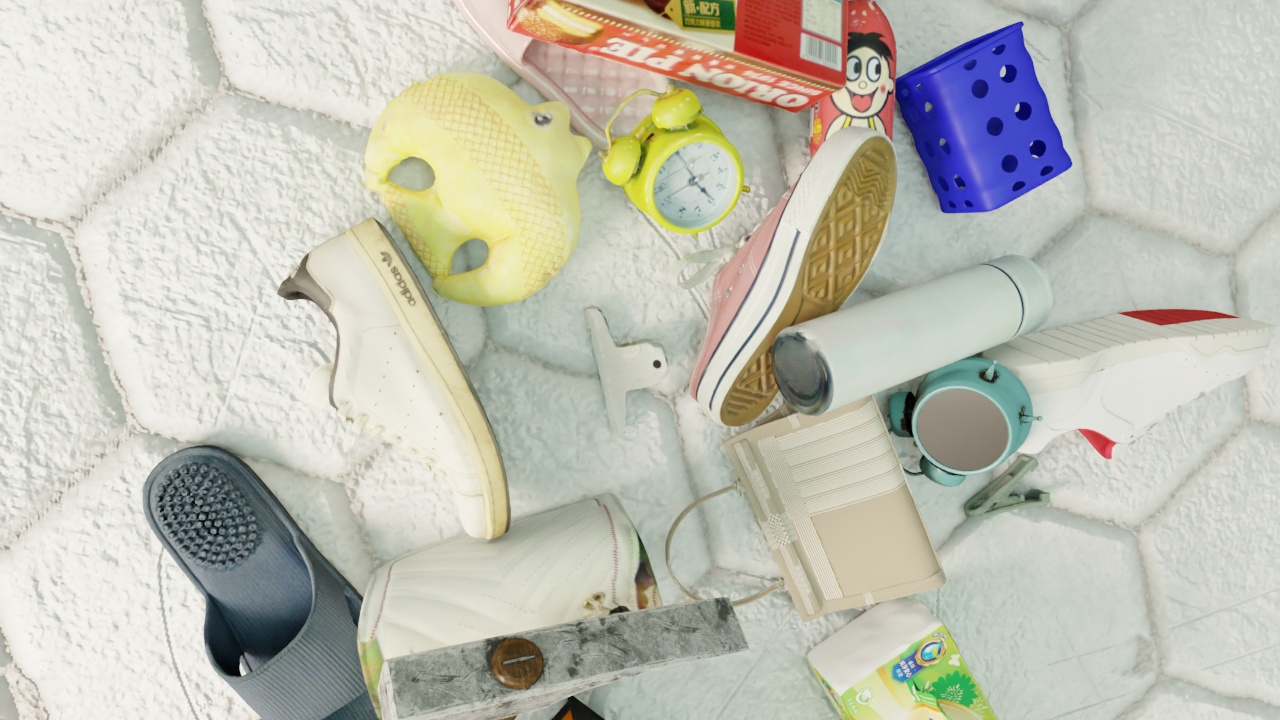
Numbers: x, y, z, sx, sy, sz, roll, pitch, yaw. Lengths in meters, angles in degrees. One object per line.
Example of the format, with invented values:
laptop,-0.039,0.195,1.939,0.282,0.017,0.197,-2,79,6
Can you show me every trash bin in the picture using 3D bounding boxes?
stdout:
trash bin,-0.049,0.383,0.679,0.139,0.140,0.172,41,88,-13

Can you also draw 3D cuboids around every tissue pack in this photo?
tissue pack,0.237,0.305,0.723,0.120,0.141,0.197,-38,102,-5

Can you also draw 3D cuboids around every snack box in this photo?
snack box,0.032,-0.253,0.614,0.236,0.060,0.113,7,82,-29

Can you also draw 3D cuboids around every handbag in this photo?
handbag,0.115,0.131,0.727,0.198,0.062,0.175,-25,101,-2
handbag,-0.087,0.177,0.648,0.198,0.142,0.096,-16,101,-8

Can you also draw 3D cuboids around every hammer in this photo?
hammer,-0.074,0.257,0.627,0.217,0.037,0.301,-4,142,-25

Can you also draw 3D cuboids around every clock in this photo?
clock,0.021,-0.141,0.648,0.083,0.057,0.119,-43,126,10
clock,0.244,0.052,0.719,0.125,0.053,0.090,-40,85,36

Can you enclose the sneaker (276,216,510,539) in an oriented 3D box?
sneaker,-0.172,0.027,0.637,0.102,0.089,0.241,-26,96,-16

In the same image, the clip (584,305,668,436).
clip,-0.007,0.005,0.696,0.054,0.043,0.102,-12,100,3

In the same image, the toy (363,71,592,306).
toy,-0.109,-0.127,0.647,0.155,0.064,0.170,-31,96,7

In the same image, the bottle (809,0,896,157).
bottle,0.160,-0.221,0.686,0.062,0.062,0.137,-1,98,-11

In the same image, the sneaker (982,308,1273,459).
sneaker,0.398,0.025,0.752,0.236,0.090,0.104,-11,107,-10

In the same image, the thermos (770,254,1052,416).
thermos,0.206,-0.023,0.684,0.229,0.068,0.068,-19,100,-26

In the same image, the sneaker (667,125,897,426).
sneaker,0.099,-0.068,0.680,0.118,0.088,0.241,8,118,-43

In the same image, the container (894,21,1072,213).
container,0.257,-0.180,0.698,0.084,0.085,0.113,-29,102,-6

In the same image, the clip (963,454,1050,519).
clip,0.307,0.115,0.775,0.075,0.023,0.061,-24,99,-9

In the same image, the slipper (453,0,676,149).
slipper,-0.057,-0.242,0.645,0.107,0.055,0.221,-39,105,-3

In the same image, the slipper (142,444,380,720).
slipper,-0.258,0.179,0.645,0.101,0.082,0.263,-31,101,-8
